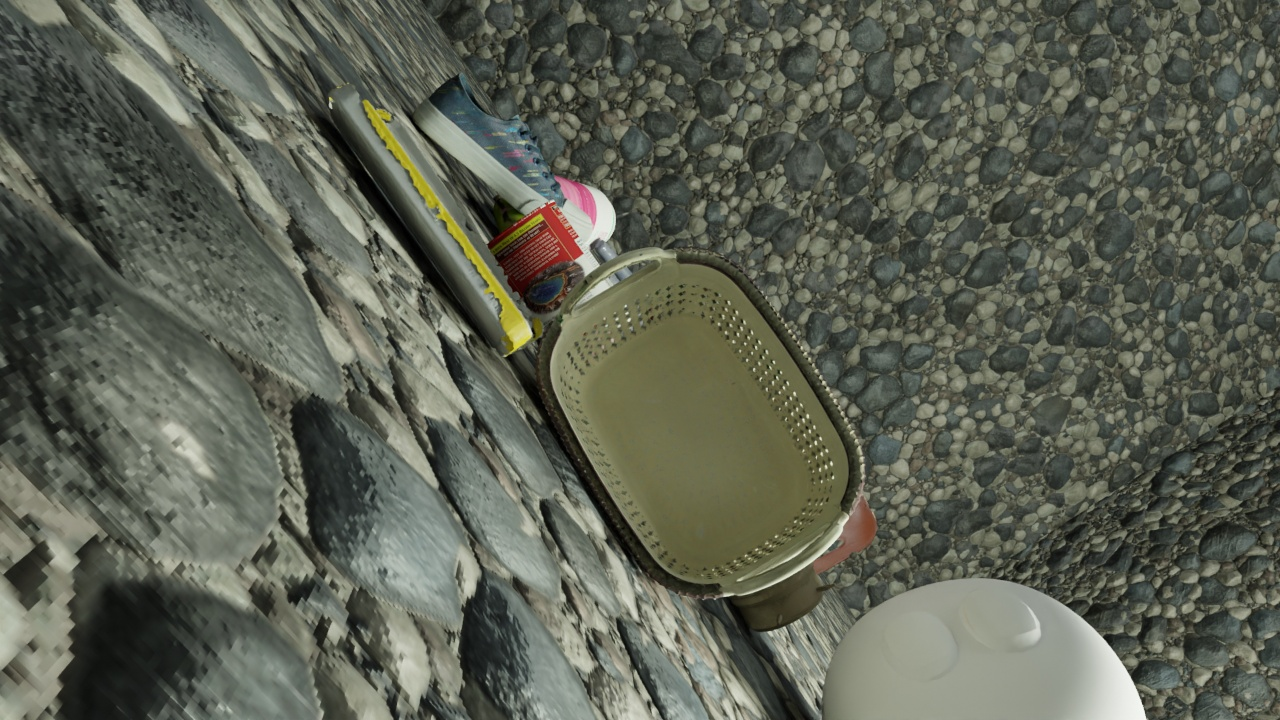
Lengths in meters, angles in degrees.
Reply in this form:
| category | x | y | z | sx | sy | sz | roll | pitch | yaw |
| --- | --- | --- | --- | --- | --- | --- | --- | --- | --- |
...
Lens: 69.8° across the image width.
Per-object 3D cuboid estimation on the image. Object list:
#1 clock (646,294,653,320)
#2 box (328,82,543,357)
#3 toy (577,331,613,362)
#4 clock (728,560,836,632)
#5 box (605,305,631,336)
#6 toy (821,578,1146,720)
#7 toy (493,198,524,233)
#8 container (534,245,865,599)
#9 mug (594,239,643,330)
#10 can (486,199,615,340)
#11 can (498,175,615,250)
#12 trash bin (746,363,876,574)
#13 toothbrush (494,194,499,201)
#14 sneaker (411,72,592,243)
| category | x | y | z | sx | sy | sz | roll | pitch | yaw |
| --- | --- | --- | --- | --- | --- | --- | --- | --- | --- |
| clock | -0.015 | -0.040 | 1.275 | 0.137 | 0.096 | 0.048 | 61 | 6 | 27 |
| box | -0.141 | -0.095 | 0.649 | 0.210 | 0.045 | 0.128 | 54 | 3 | -4 |
| toy | -0.032 | 0.010 | 0.998 | 0.105 | 0.053 | 0.108 | 60 | 3 | -11 |
| clock | 0.133 | 0.237 | 0.936 | 0.054 | 0.092 | 0.141 | 62 | -21 | 0 |
| box | -0.009 | 0.006 | 1.157 | 0.165 | 0.084 | 0.094 | 50 | 17 | -45 |
| toy | 0.298 | 0.335 | 0.815 | 0.265 | 0.263 | 0.281 | -110 | -177 | -64 |
| toy | -0.128 | -0.131 | 1.063 | 0.118 | 0.043 | 0.092 | 55 | 2 | -34 |
| container | 0.040 | 0.051 | 0.697 | 0.251 | 0.184 | 0.143 | 58 | -7 | 12 |
| mug | -0.042 | -0.082 | 1.202 | 0.104 | 0.084 | 0.123 | 49 | 48 | -43 |
| can | -0.081 | -0.076 | 0.851 | 0.116 | 0.087 | 0.086 | 55 | 4 | -7 |
| can | -0.104 | -0.189 | 1.176 | 0.088 | 0.088 | 0.165 | 57 | 23 | 16 |
| trash bin | 0.165 | 0.143 | 1.212 | 0.260 | 0.181 | 0.157 | 60 | 2 | -9 |
| toothbrush | -0.193 | -0.234 | 1.314 | 0.016 | 0.016 | 0.166 | 56 | 3 | -11 |
| sneaker | -0.138 | -0.224 | 1.023 | 0.235 | 0.079 | 0.087 | 39 | 12 | -9 |
